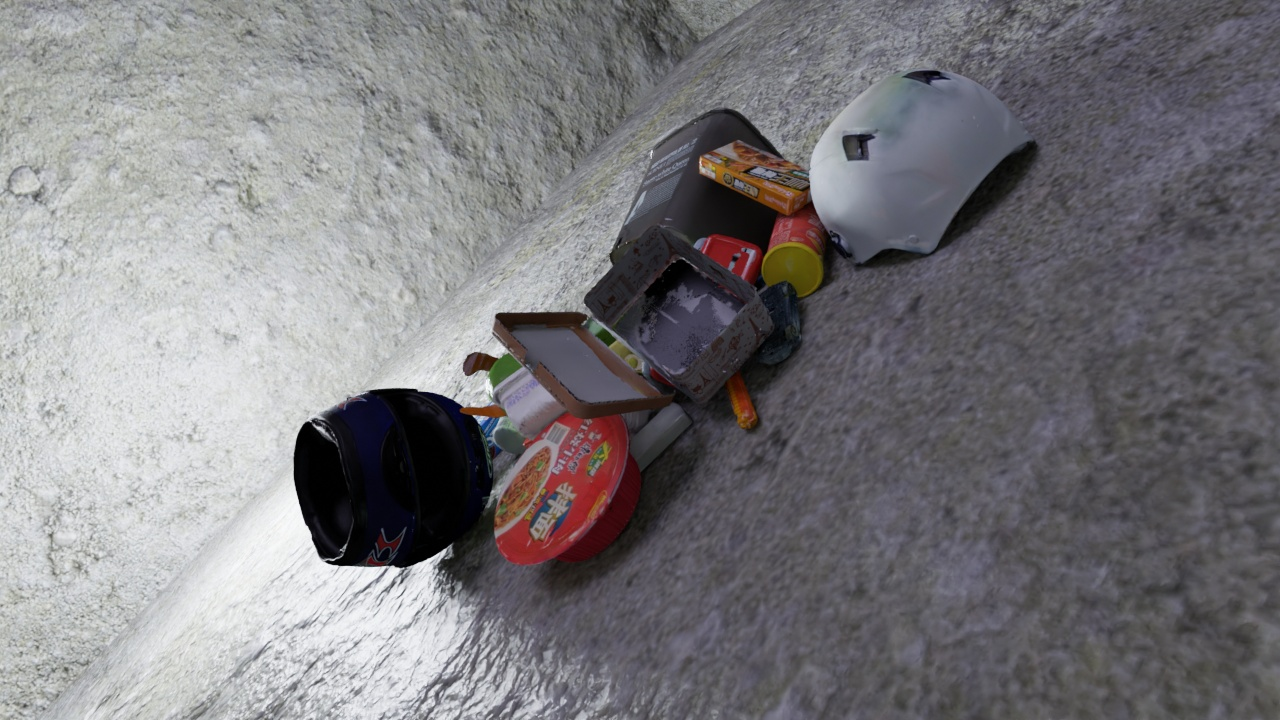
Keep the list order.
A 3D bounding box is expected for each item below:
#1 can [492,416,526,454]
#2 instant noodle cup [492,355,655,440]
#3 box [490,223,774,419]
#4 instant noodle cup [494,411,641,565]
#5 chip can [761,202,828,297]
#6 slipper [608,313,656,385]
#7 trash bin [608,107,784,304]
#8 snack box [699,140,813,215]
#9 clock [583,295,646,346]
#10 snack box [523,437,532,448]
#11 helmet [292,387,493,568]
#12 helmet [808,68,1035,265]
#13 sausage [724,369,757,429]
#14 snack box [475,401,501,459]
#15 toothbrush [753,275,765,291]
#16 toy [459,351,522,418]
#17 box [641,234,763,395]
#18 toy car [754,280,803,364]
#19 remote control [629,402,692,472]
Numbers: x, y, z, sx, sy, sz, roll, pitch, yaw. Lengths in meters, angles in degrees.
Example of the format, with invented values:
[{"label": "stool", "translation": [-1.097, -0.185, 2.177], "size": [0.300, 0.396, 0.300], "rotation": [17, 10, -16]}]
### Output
[{"label": "can", "translation": [-0.174, 0.071, 1.391], "size": [0.058, 0.058, 0.146], "rotation": [-28, 30, 37]}, {"label": "instant noodle cup", "translation": [-0.074, 0.063, 1.087], "size": [0.138, 0.173, 0.060], "rotation": [-33, 43, 26]}, {"label": "box", "translation": [-0.006, -0.028, 0.987], "size": [0.271, 0.131, 0.179], "rotation": [-29, 48, -25]}, {"label": "instant noodle cup", "translation": [-0.068, 0.142, 0.981], "size": [0.194, 0.066, 0.193], "rotation": [-31, 38, 27]}, {"label": "chip can", "translation": [0.199, -0.161, 1.145], "size": [0.073, 0.073, 0.216], "rotation": [-31, 22, 31]}, {"label": "slipper", "translation": [-0.007, 0.007, 1.191], "size": [0.190, 0.081, 0.092], "rotation": [-35, -4, -32]}, {"label": "trash bin", "translation": [0.084, -0.196, 1.291], "size": [0.200, 0.198, 0.219], "rotation": [-19, 35, 51]}, {"label": "snack box", "translation": [0.153, -0.232, 1.156], "size": [0.075, 0.026, 0.154], "rotation": [-30, 47, -32]}, {"label": "clock", "translation": [-0.024, -0.060, 1.406], "size": [0.162, 0.056, 0.115], "rotation": [-33, 21, 28]}, {"label": "snack box", "translation": [-0.115, 0.069, 1.349], "size": [0.075, 0.025, 0.152], "rotation": [-30, 22, 34]}, {"label": "helmet", "translation": [-0.317, 0.151, 1.234], "size": [0.239, 0.247, 0.316], "rotation": [-12, -7, -33]}, {"label": "helmet", "translation": [0.279, -0.230, 1.016], "size": [0.229, 0.146, 0.259], "rotation": [-43, 18, -4]}, {"label": "sausage", "translation": [0.104, 0.035, 0.982], "size": [0.021, 0.021, 0.165], "rotation": [-39, 18, 12]}, {"label": "snack box", "translation": [-0.252, 0.126, 1.456], "size": [0.207, 0.057, 0.058], "rotation": [-46, 21, -12]}, {"label": "toothbrush", "translation": [0.124, -0.068, 1.186], "size": [0.189, 0.014, 0.016], "rotation": [-44, 19, -8]}, {"label": "toy", "translation": [-0.141, 0.044, 1.260], "size": [0.226, 0.090, 0.246], "rotation": [-14, 38, -24]}, {"label": "box", "translation": [0.077, -0.046, 1.110], "size": [0.101, 0.095, 0.201], "rotation": [69, -138, -65]}, {"label": "toy car", "translation": [0.154, -0.041, 1.031], "size": [0.054, 0.037, 0.120], "rotation": [-30, 32, 28]}, {"label": "remote control", "translation": [0.001, 0.103, 1.044], "size": [0.135, 0.019, 0.056], "rotation": [-44, 18, -4]}]
